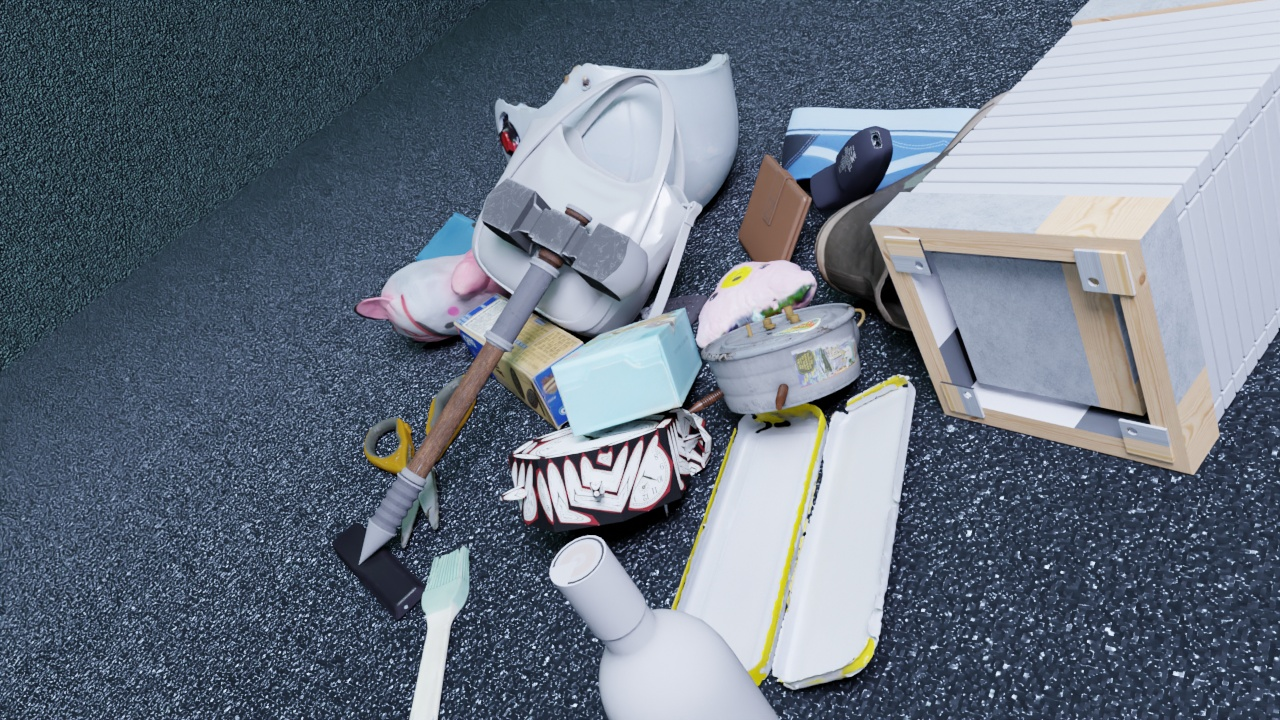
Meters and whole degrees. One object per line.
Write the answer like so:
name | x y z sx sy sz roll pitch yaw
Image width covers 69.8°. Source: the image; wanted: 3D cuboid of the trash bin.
trash bin | 0.278 -0.087 0.515 0.246 0.142 0.143 -44 32 -21

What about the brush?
brush | -0.134 0.203 0.588 0.033 0.012 0.217 -24 31 12

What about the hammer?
hammer | -0.132 0.018 0.721 0.156 0.043 0.322 29 85 24

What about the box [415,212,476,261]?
box | -0.214 -0.129 1.131 0.093 0.048 0.231 -39 30 -12

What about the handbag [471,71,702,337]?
handbag | -0.028 -0.138 0.796 0.216 0.095 0.223 35 104 26

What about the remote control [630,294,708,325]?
remote control | 0.004 -0.042 0.835 0.125 0.009 0.046 0 41 42

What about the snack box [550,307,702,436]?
snack box | -0.004 0.004 0.658 0.075 0.053 0.174 -18 5 11

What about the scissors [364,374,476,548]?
scissors | -0.186 0.081 0.815 0.161 0.016 0.225 -36 30 -9

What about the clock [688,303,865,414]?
clock | 0.105 -0.008 0.617 0.147 0.056 0.104 -24 11 -38

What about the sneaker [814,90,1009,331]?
sneaker | 0.241 -0.107 0.624 0.235 0.095 0.119 -28 24 4

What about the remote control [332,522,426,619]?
remote control | -0.205 0.160 0.712 0.032 0.015 0.136 -43 31 -20

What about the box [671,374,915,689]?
box | 0.091 0.092 0.527 0.130 0.039 0.209 -18 30 35

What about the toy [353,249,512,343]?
toy | -0.179 -0.082 0.960 0.213 0.084 0.142 -29 -9 12

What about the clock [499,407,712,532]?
clock | -0.013 0.074 0.619 0.115 0.065 0.154 -9 7 36

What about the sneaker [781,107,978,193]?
sneaker | 0.227 -0.153 0.762 0.242 0.083 0.098 13 94 36

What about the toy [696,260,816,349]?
toy | 0.089 -0.050 0.727 0.102 0.050 0.093 -28 29 16

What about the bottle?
bottle | 0.023 0.139 0.350 0.052 0.195 0.052 -23 30 14

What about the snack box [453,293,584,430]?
snack box | -0.104 -0.004 0.833 0.056 0.057 0.207 -36 29 -16

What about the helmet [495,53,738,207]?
helmet | -0.020 -0.209 0.952 0.235 0.164 0.265 -19 10 -40

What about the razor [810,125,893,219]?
razor | 0.161 -0.143 0.694 0.052 0.047 0.143 -10 -5 1

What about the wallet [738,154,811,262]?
wallet | 0.115 -0.121 0.798 0.013 0.088 0.120 9 27 -14
